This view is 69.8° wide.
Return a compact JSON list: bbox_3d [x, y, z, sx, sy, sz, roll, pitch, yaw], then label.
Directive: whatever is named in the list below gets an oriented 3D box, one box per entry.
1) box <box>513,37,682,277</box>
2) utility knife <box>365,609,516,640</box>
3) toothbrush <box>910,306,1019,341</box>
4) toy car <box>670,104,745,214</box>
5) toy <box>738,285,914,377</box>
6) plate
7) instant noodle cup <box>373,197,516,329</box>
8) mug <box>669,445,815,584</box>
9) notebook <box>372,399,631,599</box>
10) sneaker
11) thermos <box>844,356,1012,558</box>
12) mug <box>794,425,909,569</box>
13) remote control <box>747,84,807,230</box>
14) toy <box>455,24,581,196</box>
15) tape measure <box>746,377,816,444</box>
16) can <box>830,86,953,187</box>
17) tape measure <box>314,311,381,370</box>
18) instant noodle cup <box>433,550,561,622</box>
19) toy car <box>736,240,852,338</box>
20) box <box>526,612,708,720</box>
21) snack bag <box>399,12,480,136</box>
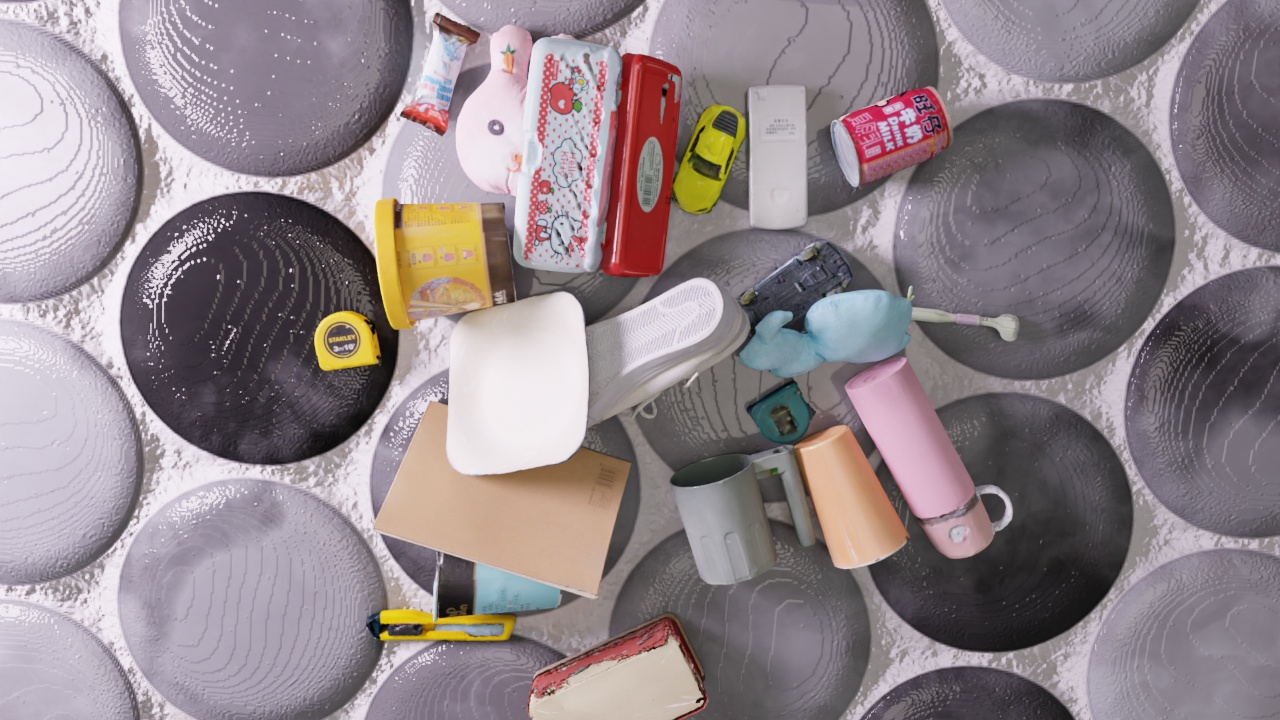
[{"bbox_3d":[-0.033,-0.178,0.827,0.159,0.065,0.201,1,99,-30],"label":"box"},{"bbox_3d":[-0.203,0.270,0.934,0.154,0.015,0.033,0,100,0],"label":"utility knife"},{"bbox_3d":[0.273,-0.043,0.894,0.189,0.020,0.029,7,67,0],"label":"toothbrush"},{"bbox_3d":[0.064,-0.189,0.867,0.048,0.032,0.105,23,98,-4],"label":"toy car"},{"bbox_3d":[0.183,-0.026,0.862,0.161,0.049,0.157,21,135,-40],"label":"toy"},{"bbox_3d":[-0.110,0.025,0.859,0.164,0.034,0.164,-10,72,29],"label":"plate"},{"bbox_3d":[-0.176,-0.094,0.841,0.114,0.118,0.118,-8,97,-7],"label":"instant noodle cup"},{"bbox_3d":[0.101,0.147,0.885,0.124,0.083,0.103,-16,99,3],"label":"mug"},{"bbox_3d":[-0.124,0.127,0.868,0.211,0.149,0.012,18,141,-2],"label":"notebook"},{"bbox_3d":[-0.005,0.005,0.876,0.243,0.090,0.089,-29,63,21],"label":"sneaker"},{"bbox_3d":[0.281,0.092,0.885,0.087,0.067,0.198,-29,95,18],"label":"thermos"},{"bbox_3d":[0.200,0.129,0.890,0.078,0.078,0.123,-24,92,3],"label":"mug"},{"bbox_3d":[0.130,-0.192,0.873,0.056,0.019,0.135,-2,97,0],"label":"remote control"},{"bbox_3d":[-0.107,-0.231,0.853,0.121,0.054,0.159,7,90,-3],"label":"toy"},{"bbox_3d":[0.141,0.054,0.903,0.058,0.025,0.054,-32,95,4],"label":"tape measure"},{"bbox_3d":[0.232,-0.208,0.848,0.094,0.066,0.066,-21,97,2],"label":"can"},{"bbox_3d":[-0.284,-0.019,0.889,0.060,0.029,0.057,-9,98,1],"label":"tape measure"},{"bbox_3d":[-0.135,0.198,0.887,0.120,0.111,0.111,4,97,-10],"label":"instant noodle cup"},{"bbox_3d":[0.145,-0.066,0.883,0.121,0.036,0.054,-36,98,14],"label":"toy car"},{"bbox_3d":[-0.023,0.330,0.912,0.168,0.077,0.091,-25,97,2],"label":"box"},{"bbox_3d":[-0.188,-0.267,0.859,0.048,0.026,0.104,21,97,-15],"label":"snack bag"}]
